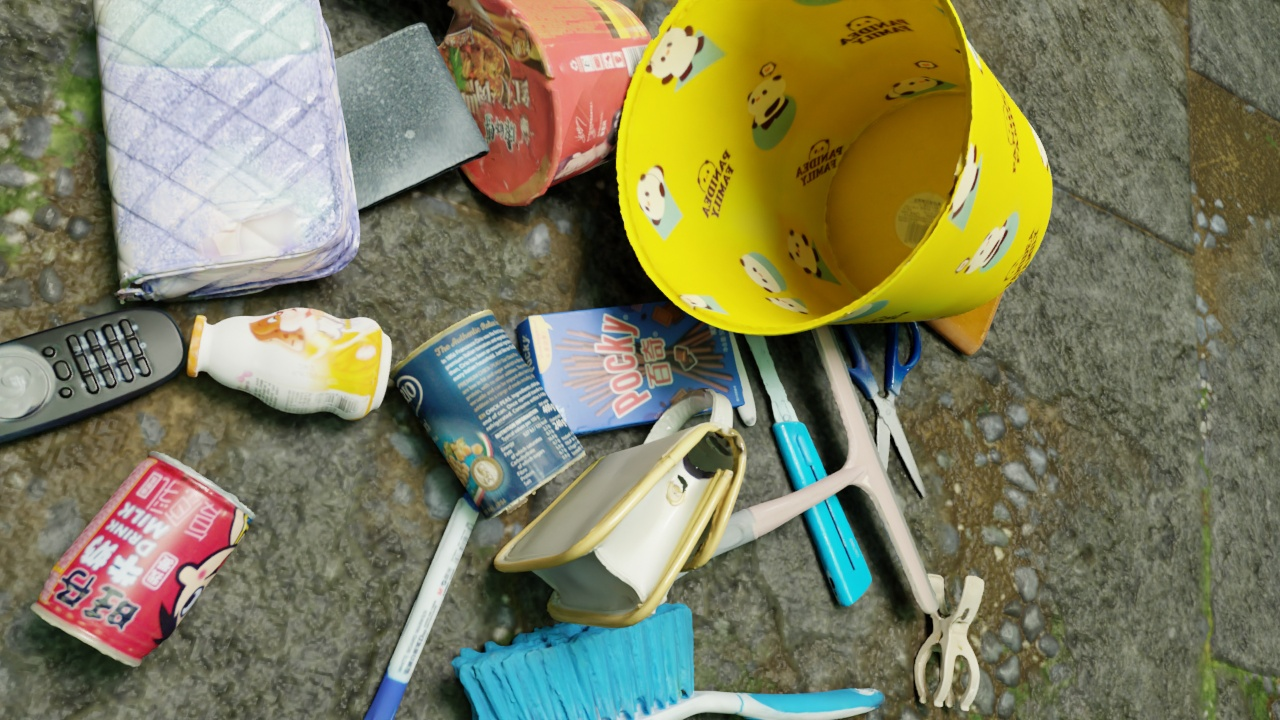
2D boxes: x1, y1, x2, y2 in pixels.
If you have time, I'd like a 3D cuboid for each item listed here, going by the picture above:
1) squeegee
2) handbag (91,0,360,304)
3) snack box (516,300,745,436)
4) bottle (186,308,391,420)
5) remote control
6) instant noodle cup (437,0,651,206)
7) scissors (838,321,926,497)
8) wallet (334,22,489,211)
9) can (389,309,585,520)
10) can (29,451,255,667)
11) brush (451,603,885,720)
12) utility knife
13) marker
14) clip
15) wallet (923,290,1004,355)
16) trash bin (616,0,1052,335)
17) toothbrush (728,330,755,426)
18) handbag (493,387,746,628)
[{"bbox_3d":[0.082,0.111,0.641,0.249,0.040,0.247,-21,90,-20],"label":"squeegee"},{"bbox_3d":[-0.245,-0.134,0.544,0.134,0.076,0.193,-8,78,-10],"label":"handbag"},{"bbox_3d":[-0.004,0.004,0.653,0.157,0.026,0.084,-8,81,-27],"label":"snack box"},{"bbox_3d":[-0.204,0.000,0.538,0.108,0.063,0.063,9,72,-22],"label":"bottle"},{"bbox_3d":[-0.321,0.010,0.502,0.136,0.024,0.053,-23,88,-28],"label":"remote control"},{"bbox_3d":[-0.059,-0.183,0.625,0.108,0.138,0.138,-25,87,-38],"label":"instant noodle cup"},{"bbox_3d":[0.202,0.026,0.755,0.162,0.012,0.163,47,63,-8],"label":"scissors"},{"bbox_3d":[-0.174,-0.154,0.600,0.121,0.019,0.097,-26,87,-5],"label":"wallet"},{"bbox_3d":[-0.093,0.035,0.571,0.075,0.075,0.111,-34,89,-29],"label":"can"},{"bbox_3d":[-0.259,0.104,0.481,0.066,0.067,0.093,36,63,-12],"label":"can"},{"bbox_3d":[0.034,0.211,0.603,0.313,0.061,0.109,-5,84,-29],"label":"brush"},{"bbox_3d":[0.120,0.069,0.700,0.034,0.018,0.238,-19,84,-28],"label":"utility knife"},{"bbox_3d":[-0.130,0.149,0.558,0.017,0.017,0.145,27,66,-17],"label":"marker"},{"bbox_3d":[0.235,0.214,0.703,0.034,0.071,0.100,13,77,-21],"label":"clip"},{"bbox_3d":[0.264,-0.088,0.802,0.130,0.035,0.118,36,64,-14],"label":"wallet"},{"bbox_3d":[0.150,-0.126,0.623,0.254,0.230,0.229,2,73,-52],"label":"trash bin"},{"bbox_3d":[0.063,-0.038,0.703,0.016,0.016,0.180,-9,80,-25],"label":"toothbrush"},{"bbox_3d":[0.007,0.080,0.559,0.063,0.164,0.178,48,62,-8],"label":"handbag"}]
